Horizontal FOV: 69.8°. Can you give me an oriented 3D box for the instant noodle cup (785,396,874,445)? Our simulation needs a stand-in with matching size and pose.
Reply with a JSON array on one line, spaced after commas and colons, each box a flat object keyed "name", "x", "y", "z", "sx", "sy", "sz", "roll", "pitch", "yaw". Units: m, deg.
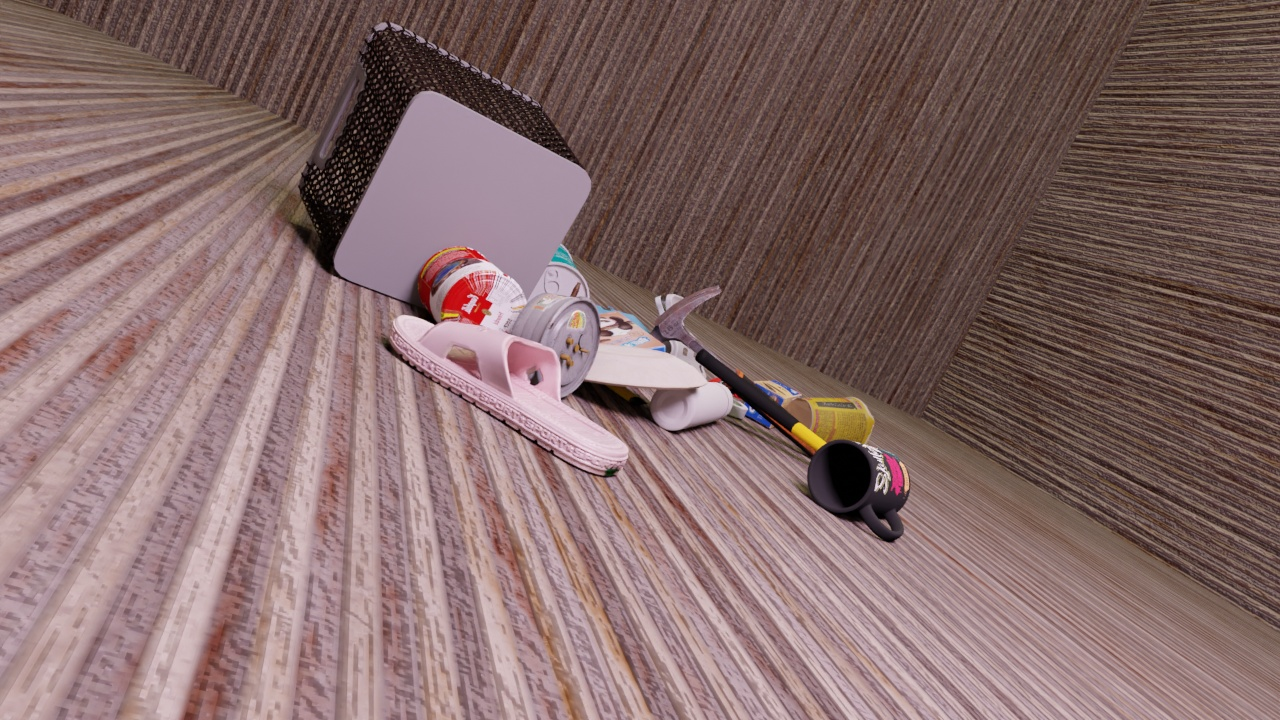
[{"name": "instant noodle cup", "x": 0.285, "y": 0.099, "z": 1.435, "sx": 0.112, "sy": 0.100, "sz": 0.100, "roll": 10, "pitch": 16, "yaw": -31}]

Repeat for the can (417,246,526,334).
[{"name": "can", "x": -0.176, "y": -0.064, "z": 0.949, "sx": 0.086, "sy": 0.087, "sz": 0.116, "roll": 22, "pitch": 8, "yaw": -31}]

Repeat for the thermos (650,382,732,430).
[{"name": "thermos", "x": 0.068, "y": 0.053, "z": 1.119, "sx": 0.052, "sy": 0.052, "sz": 0.224, "roll": 29, "pitch": 8, "yaw": 16}]

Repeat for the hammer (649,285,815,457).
[{"name": "hammer", "x": 0.153, "y": 0.028, "z": 1.279, "sx": 0.314, "sy": 0.138, "sz": 0.035, "roll": 39, "pitch": 14, "yaw": -17}]

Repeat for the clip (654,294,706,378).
[{"name": "clip", "x": 0.044, "y": -0.031, "z": 1.495, "sx": 0.126, "sy": 0.099, "sz": 0.152, "roll": 11, "pitch": 54, "yaw": -67}]

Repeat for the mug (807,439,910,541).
[{"name": "mug", "x": 0.257, "y": 0.151, "z": 1.042, "sx": 0.098, "sy": 0.082, "sz": 0.118, "roll": 18, "pitch": 39, "yaw": -49}]

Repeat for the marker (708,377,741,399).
[{"name": "marker", "x": 0.139, "y": 0.044, "z": 1.468, "sx": 0.023, "sy": 0.021, "sz": 0.145, "roll": 2, "pitch": 4, "yaw": -12}]

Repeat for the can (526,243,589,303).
[{"name": "can", "x": -0.134, "y": -0.110, "z": 1.306, "sx": 0.099, "sy": 0.099, "sz": 0.144, "roll": 24, "pitch": 14, "yaw": -21}]

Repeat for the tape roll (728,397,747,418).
[{"name": "tape roll", "x": 0.116, "y": 0.059, "z": 1.380, "sx": 0.094, "sy": 0.018, "sz": 0.093, "roll": 26, "pitch": 7, "yaw": -3}]

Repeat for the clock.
[{"name": "clock", "x": -0.090, "y": -0.011, "z": 0.891, "sx": 0.056, "sy": 0.104, "sz": 0.147, "roll": 20, "pitch": 34, "yaw": 27}]

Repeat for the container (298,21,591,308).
[{"name": "container", "x": -0.229, "y": -0.207, "z": 1.074, "sx": 0.245, "sy": 0.248, "sz": 0.243, "roll": 21, "pitch": 20, "yaw": -34}]

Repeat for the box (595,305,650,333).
[{"name": "box", "x": -0.046, "y": -0.039, "z": 1.451, "sx": 0.093, "sy": 0.054, "sz": 0.231, "roll": 47, "pitch": 14, "yaw": 18}]

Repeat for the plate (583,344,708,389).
[{"name": "plate", "x": -0.018, "y": 0.003, "z": 1.025, "sx": 0.189, "sy": 0.027, "sz": 0.188, "roll": 6, "pitch": 6, "yaw": -1}]

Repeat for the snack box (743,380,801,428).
[{"name": "snack box", "x": 0.215, "y": 0.069, "z": 1.499, "sx": 0.057, "sy": 0.056, "sz": 0.206, "roll": 28, "pitch": 7, "yaw": 16}]

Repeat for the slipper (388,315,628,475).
[{"name": "slipper", "x": -0.104, "y": 0.012, "z": 0.771, "sx": 0.239, "sy": 0.064, "sz": 0.094, "roll": 31, "pitch": 9, "yaw": 21}]

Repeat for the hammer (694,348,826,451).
[{"name": "hammer", "x": 0.205, "y": 0.088, "z": 1.230, "sx": 0.323, "sy": 0.029, "sz": 0.127, "roll": 37, "pitch": 4, "yaw": -2}]

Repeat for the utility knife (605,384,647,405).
[{"name": "utility knife", "x": -0.076, "y": 0.000, "z": 1.123, "sx": 0.217, "sy": 0.019, "sz": 0.030, "roll": 36, "pitch": 6, "yaw": 30}]

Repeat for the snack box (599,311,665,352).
[{"name": "snack box", "x": -0.039, "y": -0.022, "z": 1.201, "sx": 0.087, "sy": 0.034, "sz": 0.151, "roll": -11, "pitch": 25, "yaw": -23}]
